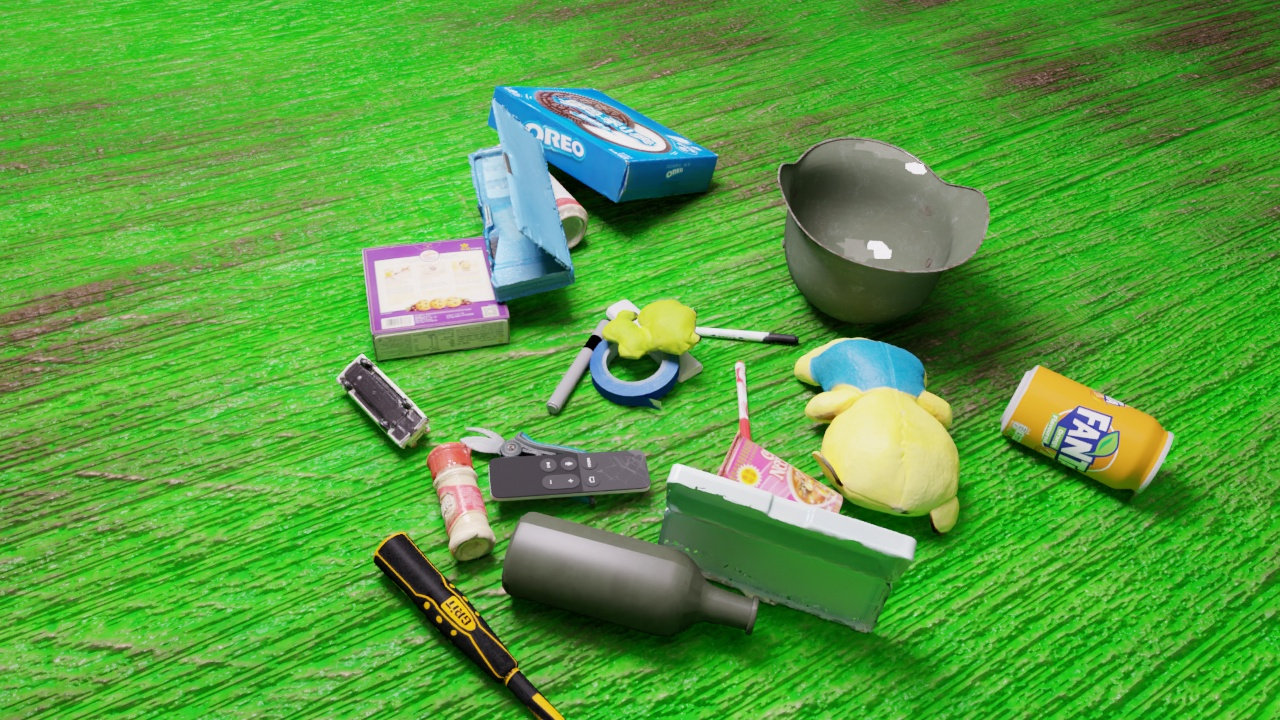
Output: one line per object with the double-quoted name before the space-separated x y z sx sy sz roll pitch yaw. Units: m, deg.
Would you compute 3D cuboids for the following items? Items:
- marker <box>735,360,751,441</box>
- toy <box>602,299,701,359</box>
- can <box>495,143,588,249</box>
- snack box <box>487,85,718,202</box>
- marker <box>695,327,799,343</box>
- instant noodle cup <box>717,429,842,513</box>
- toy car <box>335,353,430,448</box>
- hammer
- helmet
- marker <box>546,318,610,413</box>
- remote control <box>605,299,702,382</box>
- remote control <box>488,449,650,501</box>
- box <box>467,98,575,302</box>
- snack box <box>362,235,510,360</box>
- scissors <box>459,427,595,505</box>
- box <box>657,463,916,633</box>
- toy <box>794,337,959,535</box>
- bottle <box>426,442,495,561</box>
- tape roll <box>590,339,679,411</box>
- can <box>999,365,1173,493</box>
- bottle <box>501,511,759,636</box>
"marker" 0.106 0.052 0.940 0.013 0.013 0.142 4 45 -2
"toy" 0.014 -0.031 0.955 0.093 0.036 0.094 -36 54 -15
"can" -0.131 -0.203 1.129 0.067 0.067 0.170 -22 51 -25
"snack box" -0.047 -0.284 1.186 0.239 0.056 0.195 35 32 27
"marker" 0.101 -0.029 1.021 0.152 0.011 0.011 4 45 -1
"instant noodle cup" 0.116 0.128 0.814 0.108 0.098 0.097 24 47 8
"toy car" -0.249 0.042 0.894 0.113 0.039 0.039 38 79 29
"hammer" -0.103 0.246 0.711 0.320 0.036 0.123 37 53 24
"helmet" 0.253 -0.140 1.045 0.227 0.154 0.267 7 50 0
"marker" -0.063 0.004 0.966 0.016 0.016 0.140 19 47 12
"remote control" 0.014 -0.024 1.005 0.033 0.012 0.131 -28 54 -29
"remote control" -0.065 0.105 0.843 0.146 0.008 0.045 -2 47 -12
"box" -0.140 -0.185 1.009 0.094 0.102 0.231 -13 52 -2
"snack box" -0.226 -0.072 1.007 0.143 0.041 0.147 -8 47 -14
"scissors" -0.095 0.097 0.869 0.127 0.019 0.153 -17 50 -22
"box" 0.112 0.152 0.752 0.197 0.137 0.049 17 46 11
"toy" 0.234 0.060 0.896 0.149 0.084 0.213 5 42 1
"bottle" -0.160 0.124 0.818 0.044 0.044 0.109 -11 48 -17
"tape roll" -0.006 0.006 0.960 0.091 0.016 0.092 13 53 14
"can" 0.439 0.068 0.912 0.142 0.079 0.078 28 49 21
"bottle" -0.007 0.183 0.755 0.207 0.072 0.071 13 45 7
